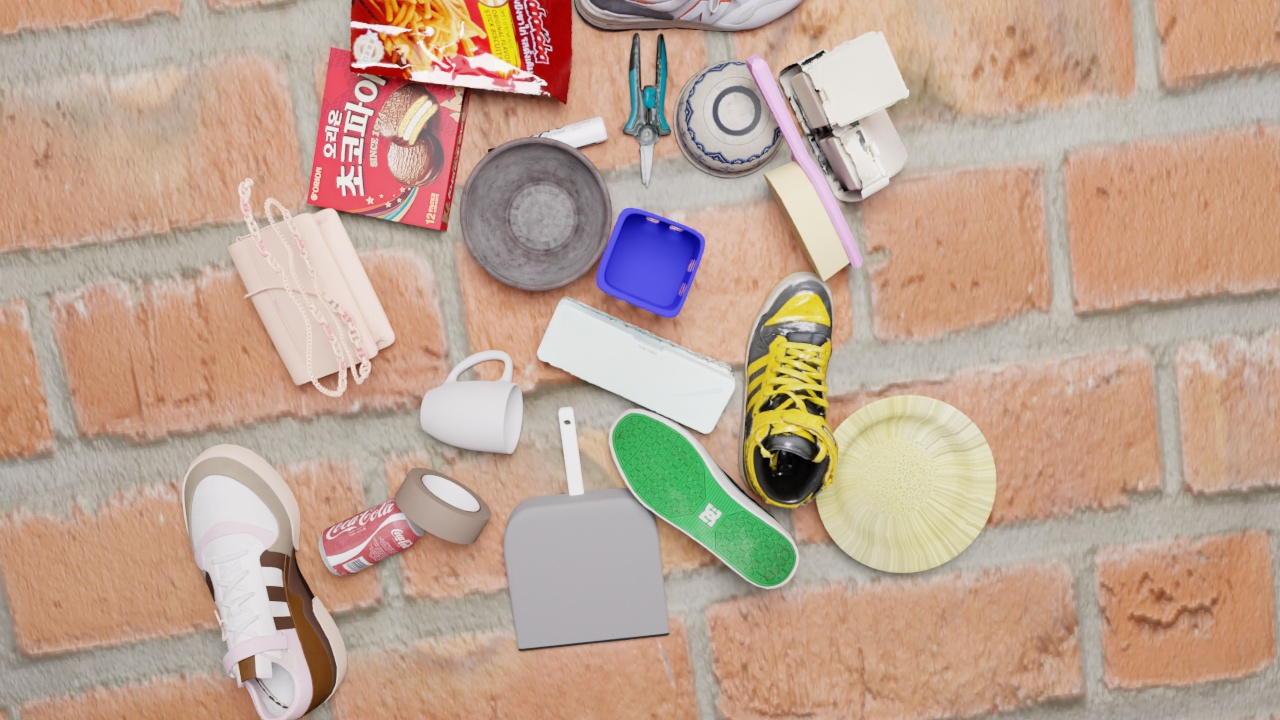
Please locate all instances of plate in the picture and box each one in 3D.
[{"bbox_3d":[0.270,0.125,0.955,0.184,0.036,0.184,0,96,0],"label":"plate"}]

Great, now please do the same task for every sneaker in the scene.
[{"bbox_3d":[0.055,-0.359,0.854,0.240,0.124,0.089,-8,96,0],"label":"sneaker"},{"bbox_3d":[-0.397,0.232,0.921,0.112,0.116,0.294,-16,96,1],"label":"sneaker"},{"bbox_3d":[0.150,0.032,0.901,0.086,0.122,0.238,7,97,-3],"label":"sneaker"},{"bbox_3d":[0.063,0.141,0.945,0.235,0.079,0.084,41,91,12],"label":"sneaker"}]

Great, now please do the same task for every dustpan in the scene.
[{"bbox_3d":[-0.063,0.176,0.964,0.163,0.033,0.258,-6,105,0],"label":"dustpan"}]

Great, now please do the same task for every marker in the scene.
[{"bbox_3d":[-0.096,-0.216,0.919,0.126,0.025,0.025,-15,96,1],"label":"marker"}]

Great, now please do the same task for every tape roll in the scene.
[{"bbox_3d":[-0.198,0.146,0.925,0.093,0.093,0.030,31,95,-4],"label":"tape roll"}]

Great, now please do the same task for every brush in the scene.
[{"bbox_3d":[0.142,-0.176,0.863,0.043,0.089,0.229,-29,120,9],"label":"brush"}]

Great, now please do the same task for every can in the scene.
[{"bbox_3d":[-0.277,0.181,0.949,0.096,0.054,0.054,-25,96,2],"label":"can"}]

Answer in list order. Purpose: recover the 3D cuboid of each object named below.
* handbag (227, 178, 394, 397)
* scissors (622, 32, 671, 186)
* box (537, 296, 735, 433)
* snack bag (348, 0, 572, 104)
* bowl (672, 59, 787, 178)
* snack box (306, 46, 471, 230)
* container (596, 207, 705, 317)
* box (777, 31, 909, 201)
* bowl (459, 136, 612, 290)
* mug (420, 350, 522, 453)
[{"bbox_3d":[-0.340,-0.057,0.853,0.117,0.187,0.199,-19,102,13],"label":"handbag"},{"bbox_3d":[0.014,-0.254,0.919,0.135,0.019,0.130,-43,96,6],"label":"scissors"},{"bbox_3d":[-0.004,0.006,0.932,0.199,0.073,0.086,23,76,-4],"label":"box"},{"bbox_3d":[-0.169,-0.314,0.879,0.207,0.067,0.138,2,70,-14],"label":"snack bag"},{"bbox_3d":[0.091,-0.240,0.900,0.115,0.059,0.115,0,96,0],"label":"bowl"},{"bbox_3d":[-0.248,-0.217,0.912,0.132,0.036,0.152,11,96,-2],"label":"snack box"},{"bbox_3d":[0.009,-0.095,0.889,0.085,0.113,0.084,21,96,-3],"label":"container"},{"bbox_3d":[0.205,-0.225,0.841,0.081,0.181,0.143,-29,103,1],"label":"box"},{"bbox_3d":[-0.100,-0.143,0.906,0.145,0.067,0.145,0,96,0],"label":"bowl"},{"bbox_3d":[-0.170,0.038,0.934,0.089,0.071,0.107,4,69,8],"label":"mug"}]
